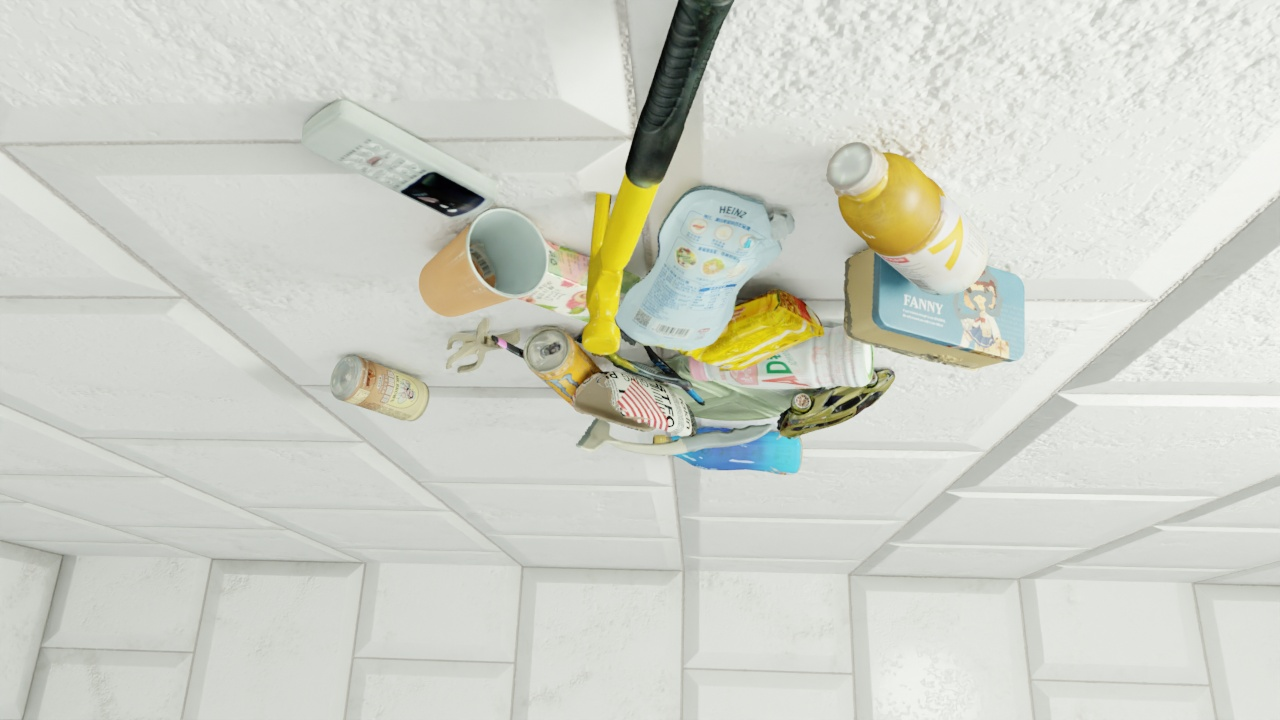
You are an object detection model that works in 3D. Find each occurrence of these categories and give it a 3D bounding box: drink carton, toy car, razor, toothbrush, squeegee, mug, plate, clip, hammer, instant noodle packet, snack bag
[{"bbox_3d":[-0.059,-0.071,0.864,0.122,0.045,0.054,16,143,-38],"label":"drink carton"},{"bbox_3d":[0.240,0.052,1.121,0.158,0.042,0.070,-23,157,0],"label":"toy car"},{"bbox_3d":[-0.006,0.006,1.041,0.142,0.022,0.043,25,163,-10],"label":"razor"},{"bbox_3d":[-0.134,-0.011,1.027,0.018,0.014,0.189,-30,168,3],"label":"toothbrush"},{"bbox_3d":[0.051,0.105,1.211,0.246,0.039,0.246,-2,-176,3],"label":"squeegee"},{"bbox_3d":[-0.146,-0.081,0.817,0.078,0.078,0.123,16,161,-34],"label":"mug"},{"bbox_3d":[0.122,0.036,1.160,0.230,0.027,0.230,1,160,0],"label":"plate"},{"bbox_3d":[-0.185,-0.018,1.040,0.100,0.034,0.072,-22,148,38],"label":"clip"},{"bbox_3d":[0.002,-0.132,0.637,0.033,0.128,0.302,8,148,-12],"label":"hammer"},{"bbox_3d":[0.027,0.010,1.066,0.014,0.016,0.189,-4,148,35],"label":"toothbrush"},{"bbox_3d":[0.109,-0.028,0.932,0.129,0.044,0.110,-24,154,30],"label":"instant noodle packet"},{"bbox_3d":[0.054,-0.078,0.812,0.110,0.038,0.192,16,140,-13],"label":"snack bag"}]

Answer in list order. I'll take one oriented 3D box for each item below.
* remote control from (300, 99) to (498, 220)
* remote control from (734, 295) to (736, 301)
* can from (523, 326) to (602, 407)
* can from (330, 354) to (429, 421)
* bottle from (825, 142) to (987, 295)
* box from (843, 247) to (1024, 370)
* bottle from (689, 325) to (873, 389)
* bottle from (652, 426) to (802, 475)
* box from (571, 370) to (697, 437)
[{"bbox_3d":[-0.181,-0.149,0.705,0.058,0.021,0.150,-16,152,40],"label":"remote control"},{"bbox_3d":[0.043,-0.050,0.948,0.056,0.019,0.135,11,158,-23],"label":"remote control"},{"bbox_3d":[-0.083,0.012,1.071,0.058,0.058,0.146,-4,159,16],"label":"can"},{"bbox_3d":[-0.328,0.036,1.157,0.059,0.058,0.116,-12,155,33],"label":"can"},{"bbox_3d":[0.205,-0.109,0.707,0.068,0.068,0.189,-14,154,37],"label":"bottle"},{"bbox_3d":[0.261,-0.050,0.831,0.184,0.089,0.063,10,164,-25],"label":"box"},{"bbox_3d":[0.151,-0.002,1.008,0.197,0.068,0.068,-2,160,24],"label":"bottle"},{"bbox_3d":[0.127,0.131,1.358,0.218,0.065,0.065,5,159,-5],"label":"bottle"},{"bbox_3d":[-0.007,0.060,1.085,0.087,0.075,0.162,-32,149,30],"label":"box"}]
